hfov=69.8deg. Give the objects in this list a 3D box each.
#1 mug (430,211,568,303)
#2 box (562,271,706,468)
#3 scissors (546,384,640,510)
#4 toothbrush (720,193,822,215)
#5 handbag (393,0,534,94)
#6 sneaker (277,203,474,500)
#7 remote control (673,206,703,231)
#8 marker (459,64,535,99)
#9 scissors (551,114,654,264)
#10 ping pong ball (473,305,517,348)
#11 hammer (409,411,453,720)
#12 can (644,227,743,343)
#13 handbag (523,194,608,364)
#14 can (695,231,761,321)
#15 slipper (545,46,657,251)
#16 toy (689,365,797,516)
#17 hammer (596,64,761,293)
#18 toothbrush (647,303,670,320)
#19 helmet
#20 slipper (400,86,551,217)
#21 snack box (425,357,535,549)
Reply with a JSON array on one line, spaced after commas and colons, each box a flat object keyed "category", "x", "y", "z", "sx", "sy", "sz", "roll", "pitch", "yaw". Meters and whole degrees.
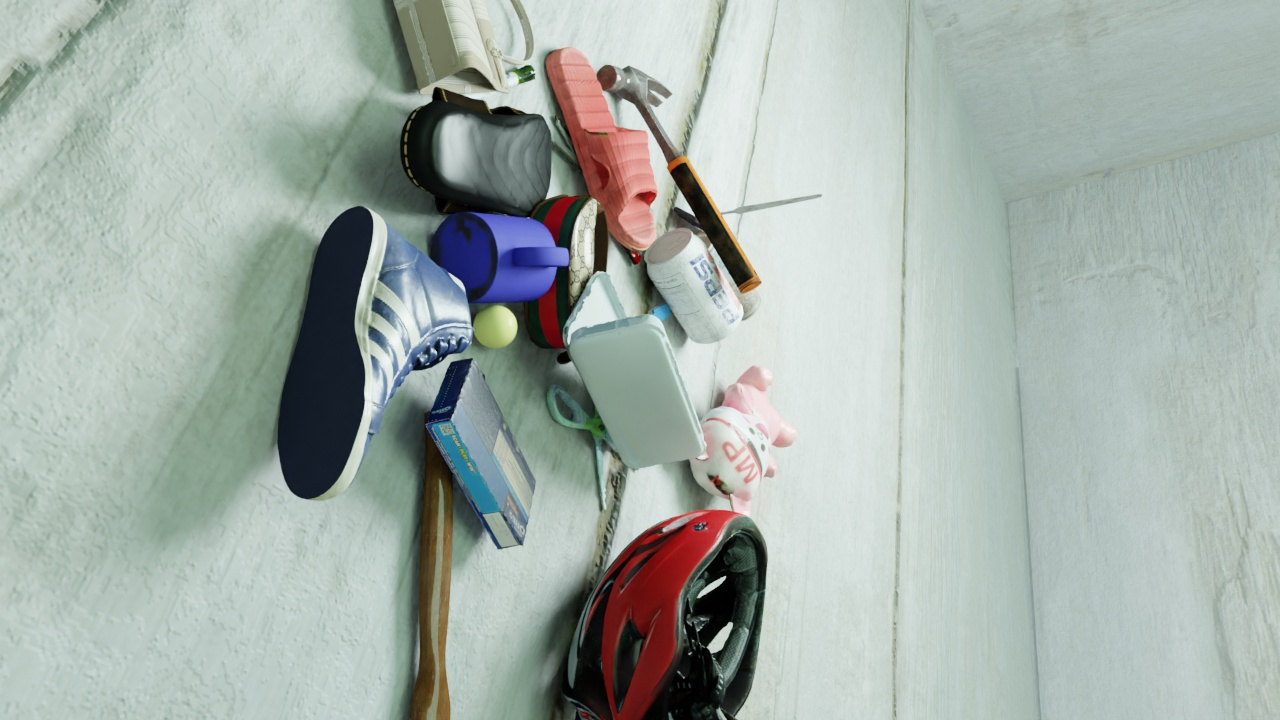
[{"category": "mug", "x": -0.118, "y": -0.091, "z": 0.819, "sx": 0.083, "sy": 0.111, "sz": 0.079, "roll": -8, "pitch": 98, "yaw": -58}, {"category": "box", "x": -0.009, "y": 0.001, "z": 0.929, "sx": 0.216, "sy": 0.107, "sz": 0.124, "roll": 70, "pitch": 10, "yaw": -45}, {"category": "scissors", "x": -0.049, "y": 0.072, "z": 0.968, "sx": 0.167, "sy": 0.023, "sz": 0.171, "roll": 16, "pitch": 66, "yaw": -60}, {"category": "toothbrush", "x": 0.156, "y": -0.202, "z": 1.217, "sx": 0.010, "sy": 0.182, "sz": 0.010, "roll": 19, "pitch": 69, "yaw": -57}, {"category": "handbag", "x": -0.161, "y": -0.342, "z": 0.895, "sx": 0.197, "sy": 0.062, "sz": 0.175, "roll": -17, "pitch": 91, "yaw": -66}, {"category": "sneaker", "x": -0.192, "y": 0.009, "z": 0.700, "sx": 0.118, "sy": 0.092, "sz": 0.232, "roll": 35, "pitch": 43, "yaw": -50}, {"category": "remote control", "x": 0.090, "y": -0.176, "z": 1.241, "sx": 0.124, "sy": 0.046, "sz": 0.009, "roll": 23, "pitch": 99, "yaw": -53}, {"category": "marker", "x": -0.148, "y": -0.276, "z": 0.923, "sx": 0.146, "sy": 0.017, "sz": 0.017, "roll": -48, "pitch": 119, "yaw": -53}, {"category": "scissors", "x": -0.039, "y": -0.195, "z": 1.069, "sx": 0.178, "sy": 0.015, "sz": 0.187, "roll": -17, "pitch": 94, "yaw": -56}, {"category": "ping pong ball", "x": -0.133, "y": -0.031, "z": 0.841, "sx": 0.040, "sy": 0.040, "sz": 0.040, "roll": 25, "pitch": 59, "yaw": -52}, {"category": "hammer", "x": -0.162, "y": 0.200, "z": 0.728, "sx": 0.115, "sy": 0.033, "sz": 0.322, "roll": 20, "pitch": 62, "yaw": -51}, {"category": "can", "x": 0.066, "y": -0.091, "z": 1.137, "sx": 0.136, "sy": 0.078, "sz": 0.078, "roll": 55, "pitch": 39, "yaw": -32}, {"category": "handbag", "x": -0.064, "y": -0.083, "z": 0.926, "sx": 0.138, "sy": 0.063, "sz": 0.166, "roll": -29, "pitch": 123, "yaw": -63}, {"category": "can", "x": 0.109, "y": -0.113, "z": 1.234, "sx": 0.135, "sy": 0.054, "sz": 0.054, "roll": 47, "pitch": 43, "yaw": -40}, {"category": "slipper", "x": -0.029, "y": -0.246, "z": 1.038, "sx": 0.103, "sy": 0.059, "sz": 0.248, "roll": -22, "pitch": 90, "yaw": -58}, {"category": "toy", "x": 0.125, "y": 0.101, "z": 1.160, "sx": 0.142, "sy": 0.084, "sz": 0.212, "roll": 64, "pitch": 33, "yaw": -17}, {"category": "hammer", "x": 0.062, "y": -0.223, "z": 1.131, "sx": 0.314, "sy": 0.035, "sz": 0.137, "roll": 60, "pitch": 29, "yaw": 7}, {"category": "toothbrush", "x": -0.011, "y": -0.036, "z": 1.064, "sx": 0.166, "sy": 0.014, "sz": 0.016, "roll": -32, "pitch": 106, "yaw": -52}, {"category": "helmet", "x": 0.039, "y": 0.260, "z": 0.888, "sx": 0.271, "sy": 0.167, "sz": 0.218, "roll": -48, "pitch": 134, "yaw": -45}, {"category": "slipper", "x": -0.151, "y": -0.188, "z": 0.840, "sx": 0.267, "sy": 0.076, "sz": 0.113, "roll": -29, "pitch": 122, "yaw": -69}, {"category": "snack box", "x": -0.131, "y": 0.081, "z": 0.778, "sx": 0.082, "sy": 0.027, "sz": 0.150, "roll": -81, "pitch": 155, "yaw": -53}]
